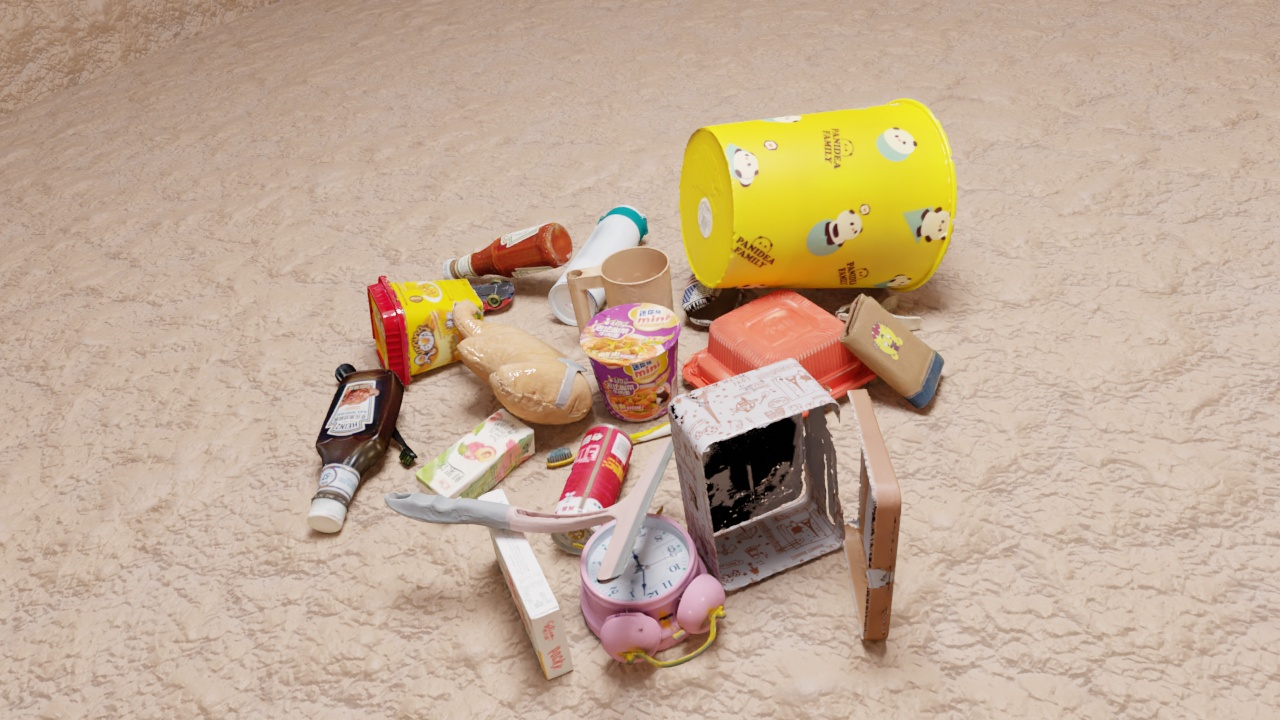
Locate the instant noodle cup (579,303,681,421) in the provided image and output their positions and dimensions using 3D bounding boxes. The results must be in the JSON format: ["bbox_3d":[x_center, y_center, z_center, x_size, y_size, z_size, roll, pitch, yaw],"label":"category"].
[{"bbox_3d":[-0.006,0.006,1.018,0.111,0.099,0.111,-5,38,4],"label":"instant noodle cup"}]

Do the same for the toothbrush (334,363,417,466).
[{"bbox_3d":[-0.309,0.062,1.073,0.027,0.026,0.213,-53,47,1],"label":"toothbrush"}]

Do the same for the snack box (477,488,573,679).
[{"bbox_3d":[-0.102,0.192,0.806,0.026,0.085,0.156,-19,38,-15],"label":"snack box"}]

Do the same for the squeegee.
[{"bbox_3d":[-0.104,0.129,0.786,0.250,0.040,0.247,-2,19,14],"label":"squeegee"}]

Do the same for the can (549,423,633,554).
[{"bbox_3d":[-0.047,0.126,0.907,0.053,0.053,0.132,2,39,15],"label":"can"}]

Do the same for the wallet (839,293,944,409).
[{"bbox_3d":[0.269,-0.012,0.983,0.115,0.033,0.090,39,44,-7],"label":"wallet"}]

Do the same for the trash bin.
[{"bbox_3d":[0.194,-0.185,1.076,0.255,0.230,0.229,-6,35,-16],"label":"trash bin"}]

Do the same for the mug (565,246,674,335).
[{"bbox_3d":[-0.021,-0.070,1.116,0.124,0.104,0.084,-9,37,0],"label":"mug"}]

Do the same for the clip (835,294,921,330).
[{"bbox_3d":[0.276,-0.048,1.086,0.097,0.034,0.061,-9,35,-13],"label":"clip"}]

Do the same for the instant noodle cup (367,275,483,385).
[{"bbox_3d":[-0.264,-0.045,1.141,0.123,0.116,0.116,-12,36,-23],"label":"instant noodle cup"}]

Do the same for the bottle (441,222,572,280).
[{"bbox_3d":[-0.187,-0.139,1.248,0.207,0.060,0.059,-9,32,33],"label":"bottle"}]

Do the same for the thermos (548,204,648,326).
[{"bbox_3d":[-0.054,-0.137,1.243,0.073,0.073,0.223,6,39,19],"label":"thermos"}]

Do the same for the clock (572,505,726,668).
[{"bbox_3d":[0.008,0.200,0.792,0.117,0.060,0.158,-20,40,-13],"label":"clock"}]

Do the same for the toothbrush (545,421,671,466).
[{"bbox_3d":[-0.010,0.081,0.986,0.191,0.018,0.016,-16,39,-8],"label":"toothbrush"}]

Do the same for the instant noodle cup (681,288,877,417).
[{"bbox_3d":[0.151,-0.009,1.020,0.188,0.079,0.164,-27,40,-20],"label":"instant noodle cup"}]

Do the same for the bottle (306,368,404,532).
[{"bbox_3d":[-0.314,0.094,0.994,0.080,0.044,0.194,-6,47,14],"label":"bottle"}]

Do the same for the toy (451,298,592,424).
[{"bbox_3d":[-0.140,0.001,1.041,0.226,0.143,0.082,38,99,46],"label":"toy"}]

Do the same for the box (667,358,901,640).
[{"bbox_3d":[0.136,0.128,0.764,0.156,0.183,0.192,-18,35,-10],"label":"box"}]

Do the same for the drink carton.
[{"bbox_3d":[-0.171,0.108,0.963,0.053,0.046,0.122,32,53,27],"label":"drink carton"}]

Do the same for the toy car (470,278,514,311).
[{"bbox_3d":[-0.220,-0.082,1.235,0.106,0.031,0.049,-10,38,5],"label":"toy car"}]

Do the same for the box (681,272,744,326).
[{"bbox_3d":[0.092,-0.113,1.169,0.075,0.081,0.163,1,41,23],"label":"box"}]
